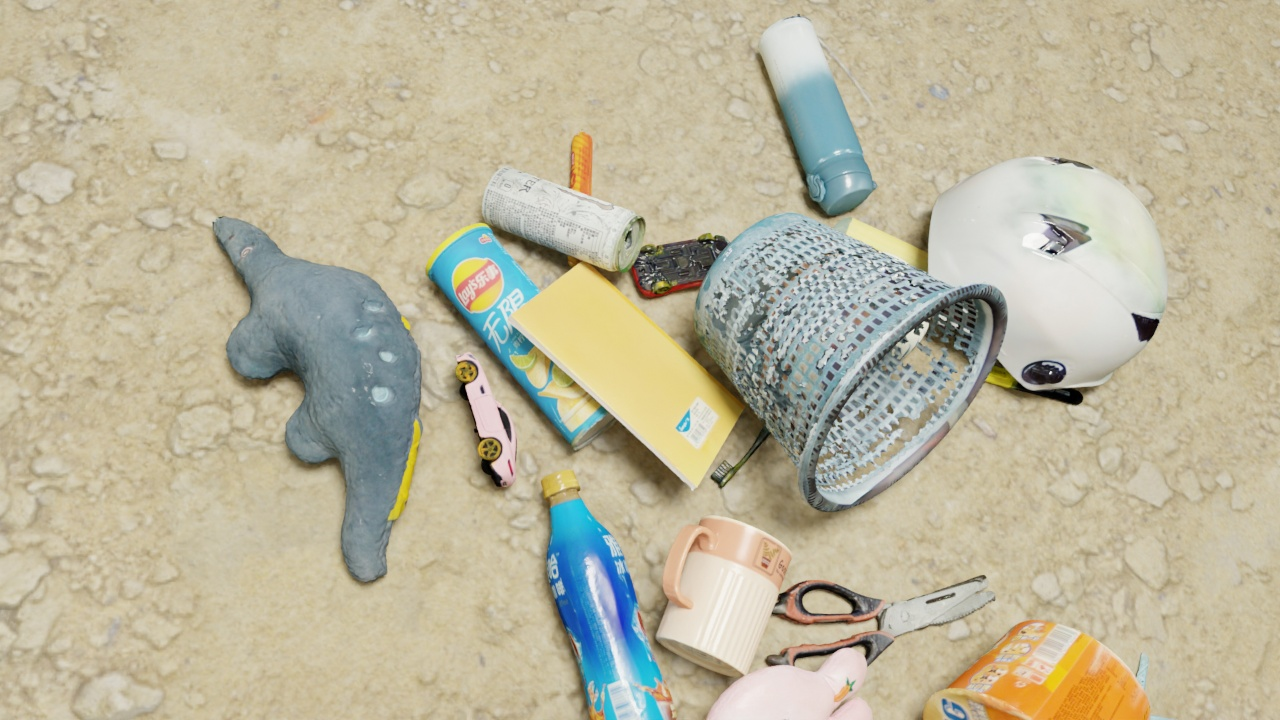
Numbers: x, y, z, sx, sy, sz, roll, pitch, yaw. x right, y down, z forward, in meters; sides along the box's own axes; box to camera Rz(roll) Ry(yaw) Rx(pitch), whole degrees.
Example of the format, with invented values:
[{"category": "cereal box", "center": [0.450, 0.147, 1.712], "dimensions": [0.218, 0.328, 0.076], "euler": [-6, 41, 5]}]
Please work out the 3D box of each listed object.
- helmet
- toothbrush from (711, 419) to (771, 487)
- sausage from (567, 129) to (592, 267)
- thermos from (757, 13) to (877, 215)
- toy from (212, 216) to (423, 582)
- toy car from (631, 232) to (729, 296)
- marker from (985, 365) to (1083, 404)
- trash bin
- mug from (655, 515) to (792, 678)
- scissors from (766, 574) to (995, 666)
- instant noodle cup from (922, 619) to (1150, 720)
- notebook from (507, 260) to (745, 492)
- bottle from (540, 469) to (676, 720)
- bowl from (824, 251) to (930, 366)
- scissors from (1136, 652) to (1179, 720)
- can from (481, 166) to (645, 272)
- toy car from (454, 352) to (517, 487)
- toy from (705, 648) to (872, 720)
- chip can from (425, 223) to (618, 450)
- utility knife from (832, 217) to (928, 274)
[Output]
[{"category": "helmet", "center": [0.414, -0.100, 0.890], "dimensions": [0.258, 0.146, 0.228], "euler": [29, 56, -8]}, {"category": "toothbrush", "center": [0.127, 0.049, 0.860], "dimensions": [0.017, 0.012, 0.185], "euler": [37, 65, 17]}, {"category": "sausage", "center": [-0.059, -0.159, 0.904], "dimensions": [0.021, 0.021, 0.165], "euler": [5, 66, -10]}, {"category": "thermos", "center": [0.185, -0.259, 0.973], "dimensions": [0.070, 0.070, 0.220], "euler": [-9, 70, -16]}, {"category": "toy", "center": [-0.258, 0.000, 0.766], "dimensions": [0.138, 0.091, 0.356], "euler": [-33, 75, 6]}, {"category": "toy car", "center": [0.044, -0.092, 0.891], "dimensions": [0.106, 0.031, 0.049], "euler": [-14, 72, -16]}, {"category": "marker", "center": [0.390, 0.023, 0.924], "dimensions": [0.124, 0.015, 0.018], "euler": [15, 68, -7]}, {"category": "trash bin", "center": [0.160, -0.018, 0.787], "dimensions": [0.226, 0.227, 0.195], "euler": [-29, 52, -21]}, {"category": "mug", "center": [0.059, 0.184, 0.739], "dimensions": [0.114, 0.082, 0.105], "euler": [45, 60, -38]}, {"category": "scissors", "center": [0.211, 0.215, 0.805], "dimensions": [0.193, 0.015, 0.206], "euler": [37, 65, 6]}, {"category": "instant noodle cup", "center": [0.321, 0.289, 0.731], "dimensions": [0.111, 0.152, 0.151], "euler": [-35, 78, -31]}, {"category": "notebook", "center": [-0.005, 0.005, 0.800], "dimensions": [0.206, 0.010, 0.145], "euler": [42, 34, -1]}, {"category": "bottle", "center": [-0.035, 0.194, 0.737], "dimensions": [0.065, 0.065, 0.218], "euler": [-15, 70, -17]}, {"category": "bowl", "center": [0.234, -0.059, 0.898], "dimensions": [0.116, 0.066, 0.116], "euler": [4, 67, -10]}, {"category": "scissors", "center": [0.429, 0.316, 0.810], "dimensions": [0.135, 0.017, 0.133], "euler": [27, 60, 2]}, {"category": "can", "center": [-0.072, -0.130, 0.848], "dimensions": [0.147, 0.058, 0.058], "euler": [22, 64, 16]}, {"category": "toy car", "center": [-0.130, 0.049, 0.782], "dimensions": [0.037, 0.056, 0.122], "euler": [-17, 72, -14]}, {"category": "toy", "center": [0.121, 0.289, 0.723], "dimensions": [0.159, 0.054, 0.121], "euler": [-18, 106, -25]}, {"category": "chip can", "center": [-0.099, -0.022, 0.810], "dimensions": [0.071, 0.071, 0.210], "euler": [-36, 79, -23]}, {"category": "utility knife", "center": [0.275, -0.110, 0.956], "dimensions": [0.163, 0.018, 0.030], "euler": [23, 69, 0]}]
